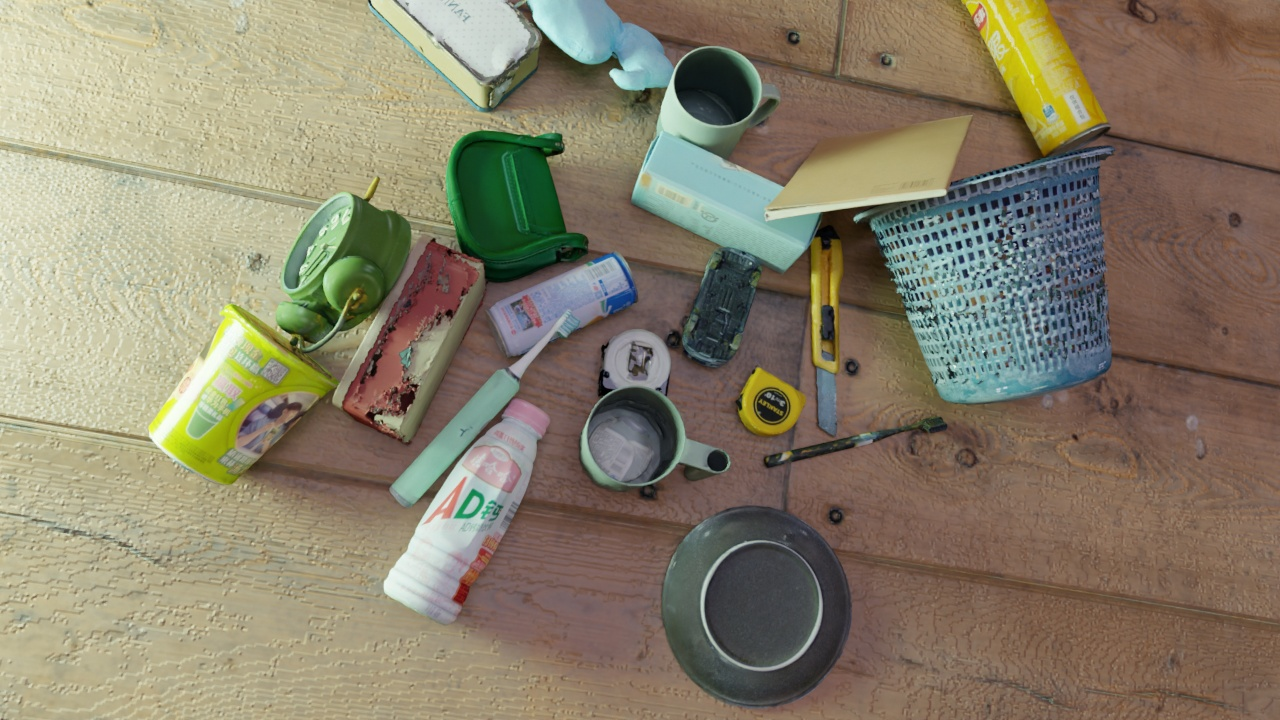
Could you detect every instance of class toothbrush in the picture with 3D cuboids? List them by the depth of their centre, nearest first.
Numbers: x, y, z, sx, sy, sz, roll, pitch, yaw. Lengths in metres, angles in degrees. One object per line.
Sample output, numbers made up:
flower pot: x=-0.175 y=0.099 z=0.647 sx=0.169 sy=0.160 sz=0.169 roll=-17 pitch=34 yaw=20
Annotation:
toothbrush: x=-0.136 y=0.039 z=0.805 sx=0.027 sy=0.026 sz=0.224 roll=43 pitch=87 yaw=-10
toothbrush: x=0.207 y=0.079 z=0.875 sx=0.185 sy=0.017 sz=0.012 roll=-11 pitch=116 yaw=-10

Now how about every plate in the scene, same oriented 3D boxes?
plate: x=0.107 y=0.220 z=0.826 sx=0.179 sy=0.024 sz=0.179 roll=2 pitch=77 yaw=-8

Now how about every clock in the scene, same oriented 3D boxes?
clock: x=-0.255 y=-0.074 z=0.777 sx=0.056 sy=0.116 sz=0.161 roll=34 pitch=40 yaw=-38

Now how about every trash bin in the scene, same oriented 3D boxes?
trash bin: x=0.328 y=-0.069 z=0.840 sx=0.226 sy=0.227 sz=0.195 roll=-14 pitch=93 yaw=-11

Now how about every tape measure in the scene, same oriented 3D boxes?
tape measure: x=-0.005 y=0.005 z=0.851 sx=0.065 sy=0.034 sz=0.066 roll=8 pitch=77 yaw=-8
tape measure: x=0.120 y=0.043 z=0.864 sx=0.060 sy=0.029 sz=0.057 roll=30 pitch=74 yaw=-1

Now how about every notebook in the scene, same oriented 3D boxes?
notebook: x=0.211 y=-0.177 z=0.827 sx=0.150 sy=0.210 sz=0.012 roll=-3 pitch=118 yaw=28

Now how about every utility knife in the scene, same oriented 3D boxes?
utility knife: x=0.184 y=-0.032 z=0.896 sx=0.033 sy=0.015 sz=0.214 roll=2 pitch=78 yaw=-5

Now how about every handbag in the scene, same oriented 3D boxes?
handbag: x=-0.117 y=-0.146 z=0.849 sx=0.120 sy=0.068 sz=0.131 roll=-14 pitch=80 yaw=-12

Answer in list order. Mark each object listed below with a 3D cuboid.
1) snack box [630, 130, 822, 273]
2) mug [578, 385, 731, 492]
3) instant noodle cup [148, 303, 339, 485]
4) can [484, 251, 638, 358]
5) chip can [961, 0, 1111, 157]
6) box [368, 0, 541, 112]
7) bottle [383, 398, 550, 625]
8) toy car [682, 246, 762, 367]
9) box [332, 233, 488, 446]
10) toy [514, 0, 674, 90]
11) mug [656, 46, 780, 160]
snack box: x=0.080 y=-0.149 z=0.876 sx=0.175 sy=0.074 sz=0.051 roll=25 pitch=75 yaw=-3
mug: x=0.007 y=0.079 z=0.801 sx=0.124 sy=0.103 sz=0.083 roll=19 pitch=75 yaw=-5
instant noodle cup: x=-0.335 y=0.034 z=0.763 sx=0.111 sy=0.112 sz=0.123 roll=38 pitch=82 yaw=1
can: x=-0.072 y=-0.051 z=0.843 sx=0.134 sy=0.053 sz=0.053 roll=-25 pitch=82 yaw=-13
chip can: x=0.413 y=-0.320 z=0.964 sx=0.072 sy=0.072 sz=0.213 roll=-22 pitch=81 yaw=-13
box: x=-0.185 y=-0.333 z=0.886 sx=0.184 sy=0.061 sz=0.089 roll=45 pitch=75 yaw=5
bottle: x=-0.142 y=0.124 z=0.789 sx=0.068 sy=0.068 sz=0.196 roll=29 pitch=72 yaw=-1
toy car: x=0.077 y=-0.052 z=0.875 sx=0.054 sy=0.037 sz=0.120 roll=21 pitch=69 yaw=-3
box: x=-0.188 y=-0.014 z=0.798 sx=0.077 sy=0.091 sz=0.168 roll=24 pitch=76 yaw=0
toy: x=-0.045 y=-0.322 z=0.899 sx=0.156 sy=0.050 sz=0.161 roll=7 pitch=50 yaw=-29
mug: x=0.075 y=-0.238 z=0.878 sx=0.111 sy=0.106 sz=0.082 roll=-10 pitch=78 yaw=-10
